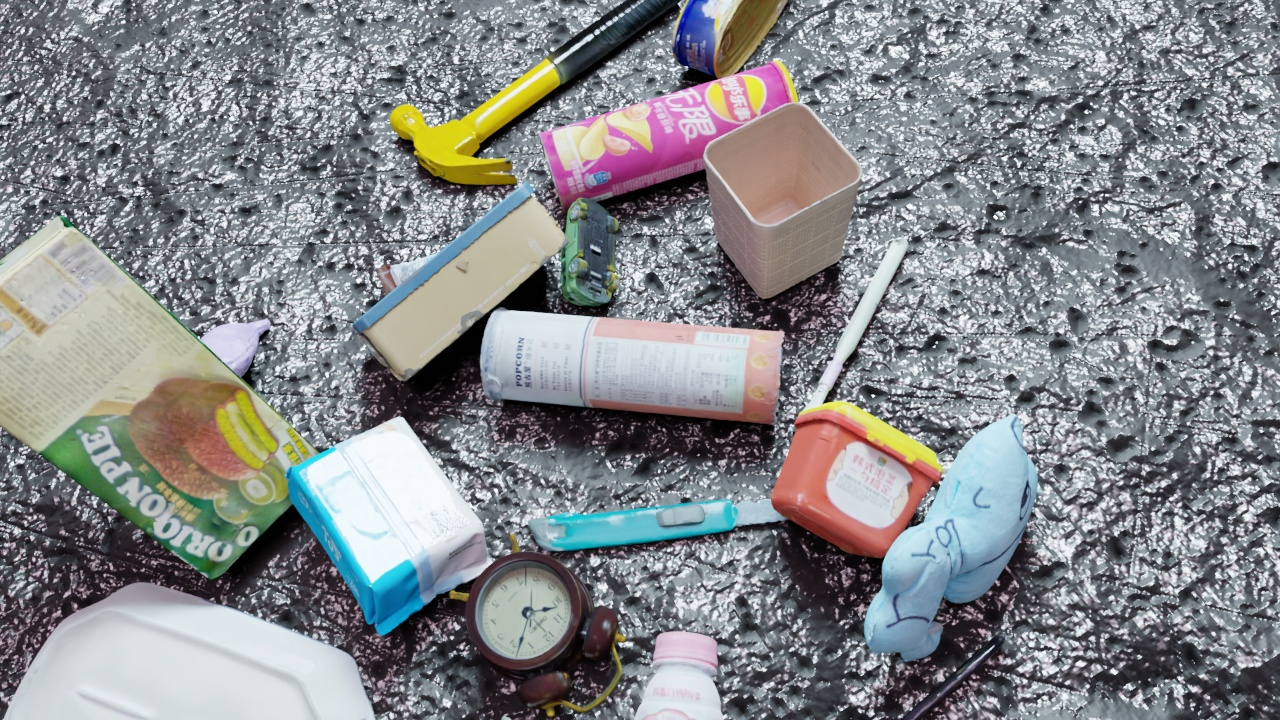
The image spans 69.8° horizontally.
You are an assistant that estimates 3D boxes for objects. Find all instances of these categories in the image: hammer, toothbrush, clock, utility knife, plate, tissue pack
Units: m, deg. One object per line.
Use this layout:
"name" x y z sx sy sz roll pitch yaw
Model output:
"hammer" -0.079 -0.266 0.846 0.300 0.033 0.129 -40 66 -13
"toothbrush" 0.165 -0.022 0.699 0.029 0.020 0.189 6 57 46
"toothbrush" 0.164 0.231 0.570 0.181 0.016 0.018 -38 71 -12
"clock" -0.064 0.177 0.602 0.082 0.055 0.122 -43 68 -15
"utility knife" 0.027 0.112 0.649 0.216 0.013 0.029 -7 62 2
"plate" -0.309 0.243 0.609 0.266 0.034 0.161 15 66 14
"tissue pack" -0.176 0.111 0.636 0.089 0.063 0.140 -27 63 -32

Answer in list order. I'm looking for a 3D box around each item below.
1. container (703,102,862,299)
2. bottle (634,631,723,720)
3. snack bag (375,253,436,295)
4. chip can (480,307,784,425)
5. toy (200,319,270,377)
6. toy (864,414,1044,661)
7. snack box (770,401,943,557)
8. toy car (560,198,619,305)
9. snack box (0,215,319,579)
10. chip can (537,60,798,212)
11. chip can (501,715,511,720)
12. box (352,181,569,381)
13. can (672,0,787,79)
"container" 0.106 -0.116 0.702 0.090 0.111 0.090 -28 63 -8
"bottle" 0.019 0.264 0.543 0.068 0.068 0.196 2 60 8
"snack bag" -0.162 -0.075 0.759 0.104 0.026 0.048 -24 86 -5
"chip can" -0.004 0.004 0.675 0.215 0.071 0.071 5 63 9
"toy" -0.331 0.001 0.714 0.084 0.039 0.108 -32 25 -7
"toy" 0.204 0.114 0.582 0.156 0.161 0.050 -8 22 -39
"snack box" 0.139 0.081 0.609 0.091 0.082 0.080 30 77 -5
"toy car" -0.043 -0.087 0.742 0.036 0.043 0.091 -20 60 44
"snack box" -0.332 0.030 0.611 0.114 0.240 0.063 -47 37 -16
"chip can" 0.024 -0.188 0.771 0.210 0.071 0.071 -17 62 -2
"chip can" -0.103 0.318 0.525 0.071 0.071 0.209 23 68 17
"box" -0.133 -0.064 0.705 0.184 0.090 0.061 -44 104 -12
"can" 0.086 -0.321 0.831 0.049 0.075 0.148 26 69 21
